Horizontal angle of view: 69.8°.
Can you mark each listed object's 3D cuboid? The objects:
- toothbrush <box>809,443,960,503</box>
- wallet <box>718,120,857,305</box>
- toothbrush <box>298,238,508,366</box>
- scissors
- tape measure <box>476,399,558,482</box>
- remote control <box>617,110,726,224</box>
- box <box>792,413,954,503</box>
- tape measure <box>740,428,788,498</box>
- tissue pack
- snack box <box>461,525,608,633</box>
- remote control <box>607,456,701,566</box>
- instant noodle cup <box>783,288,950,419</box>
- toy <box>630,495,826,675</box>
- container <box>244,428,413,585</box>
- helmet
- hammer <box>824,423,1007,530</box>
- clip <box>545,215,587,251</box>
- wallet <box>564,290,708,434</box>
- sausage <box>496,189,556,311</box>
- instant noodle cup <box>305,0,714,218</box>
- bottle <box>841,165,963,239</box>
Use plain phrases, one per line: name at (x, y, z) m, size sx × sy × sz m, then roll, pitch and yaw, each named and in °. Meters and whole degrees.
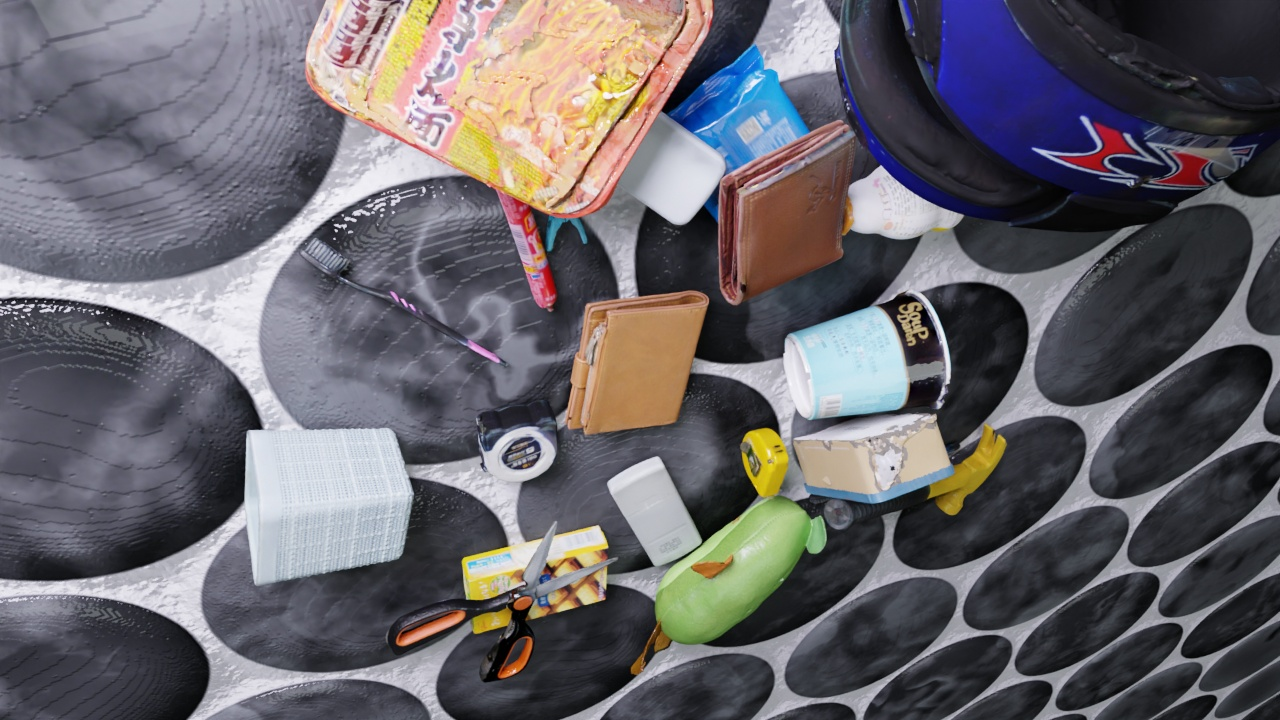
toothbrush at (0.271, 0.124, 1.015) m, size 0.189 × 0.014 × 0.016 m, roll -17°, pitch 135°, yaw -12°
wallet at (0.104, -0.098, 0.642) m, size 0.101 × 0.032 × 0.125 m, roll -28°, pitch 146°, yaw -15°
toothbrush at (-0.162, -0.037, 0.665) m, size 0.189 × 0.014 × 0.018 m, roll 33°, pitch 98°, yaw -42°
scissors at (-0.131, 0.237, 0.876) m, size 0.220 × 0.021 × 0.235 m, roll -6°, pitch 130°, yaw -26°
tape measure at (-0.104, 0.069, 0.773) m, size 0.065 × 0.033 × 0.066 m, roll -9°, pitch 130°, yaw -16°
remote control at (-0.011, -0.145, 0.595) m, size 0.136 × 0.020 × 0.056 m, roll 33°, pitch 115°, yaw -10°
box at (0.210, 0.090, 0.864) m, size 0.089 × 0.061 × 0.184 m, roll -17°, pitch 177°, yaw -10°
tape measure at (0.117, 0.095, 0.883) m, size 0.028 × 0.057 × 0.060 m, roll -10°, pitch 137°, yaw -21°
tissue pack at (0.077, -0.144, 0.655) m, size 0.095 × 0.052 × 0.157 m, roll -40°, pitch 134°, yaw 9°
snack box at (-0.102, 0.216, 0.906) m, size 0.140 × 0.033 × 0.087 m, roll -9°, pitch 132°, yaw -16°
remote control at (0.016, 0.152, 0.912) m, size 0.058 × 0.021 × 0.150 m, roll -27°, pitch 135°, yaw -2°
instant noodle cup at (0.194, 0.001, 0.814) m, size 0.120 × 0.111 × 0.111 m, roll -12°, pitch 134°, yaw -4°
toy at (0.087, 0.232, 0.967) m, size 0.247 × 0.090 × 0.227 m, roll -41°, pitch 160°, yaw 3°
container at (-0.240, 0.107, 0.704) m, size 0.111 × 0.090 × 0.090 m, roll -3°, pitch 130°, yaw -27°
helmet at (0.237, -0.197, 0.548) m, size 0.314 × 0.247 × 0.241 m, roll -7°, pitch 175°, yaw -27°
hammer at (0.293, 0.135, 0.969) m, size 0.300 × 0.033 × 0.129 m, roll -6°, pitch 133°, yaw -44°
clip at (-0.055, -0.103, 0.657) m, size 0.034 × 0.013 × 0.055 m, roll -13°, pitch 136°, yaw -15°
wallet at (-0.005, 0.004, 0.764) m, size 0.107 × 0.031 × 0.132 m, roll -7°, pitch 131°, yaw -24°
sausage at (-0.082, -0.092, 0.648) m, size 0.020 × 0.020 × 0.156 m, roll -22°, pitch 135°, yaw -7°
instant noodle cup at (-0.070, -0.186, 0.513) m, size 0.188 × 0.079 × 0.165 m, roll 25°, pitch 116°, yaw -22°
bottle at (0.202, -0.126, 0.722) m, size 0.108 × 0.063 × 0.063 m, roll -13°, pitch 133°, yaw -15°
